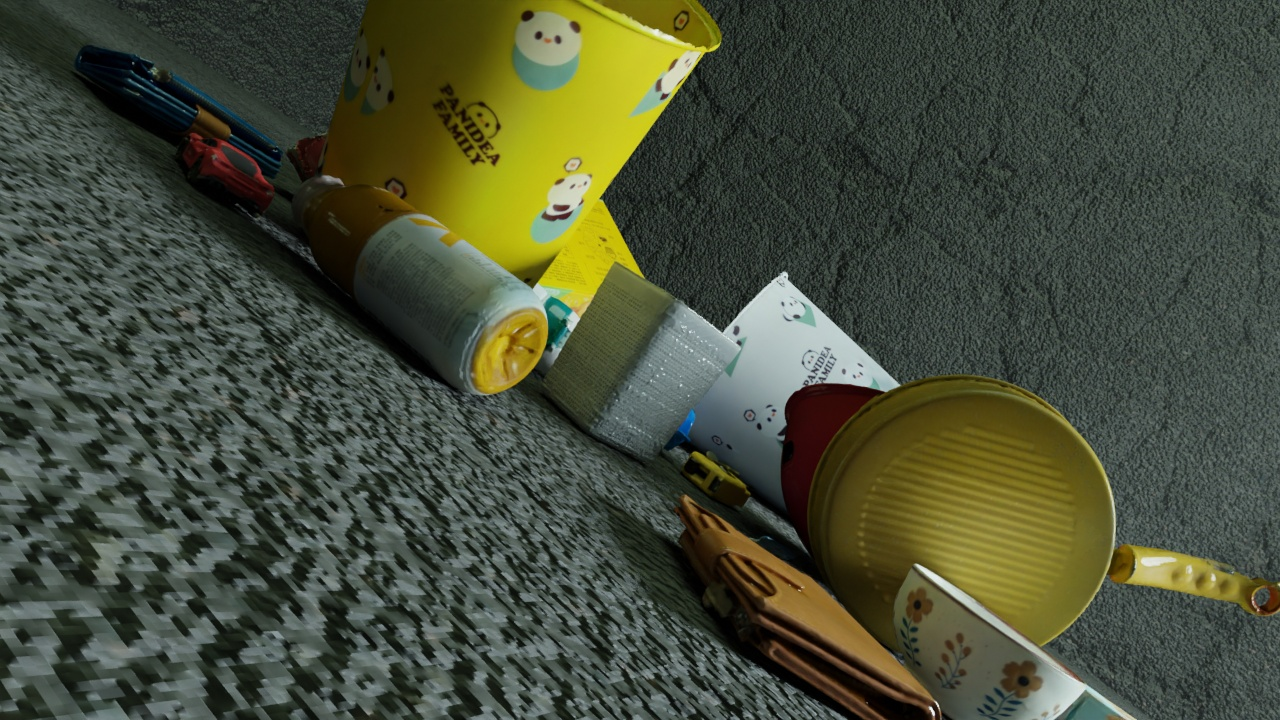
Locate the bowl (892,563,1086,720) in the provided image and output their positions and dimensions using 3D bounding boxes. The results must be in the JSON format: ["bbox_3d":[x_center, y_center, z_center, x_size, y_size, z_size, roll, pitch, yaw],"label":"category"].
[{"bbox_3d":[0.196,0.179,0.546,0.113,0.062,0.113,34,1,-1],"label":"bowl"}]

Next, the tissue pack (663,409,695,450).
[{"bbox_3d":[-0.015,0.028,0.860,0.095,0.052,0.157,36,1,-28],"label":"tissue pack"}]

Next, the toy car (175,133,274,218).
[{"bbox_3d":[-0.274,-0.127,0.604,0.049,0.031,0.106,34,0,-40],"label":"toy car"}]

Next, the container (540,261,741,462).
[{"bbox_3d":[-0.004,0.004,0.687,0.090,0.114,0.090,33,3,-43],"label":"container"}]

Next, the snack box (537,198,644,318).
[{"bbox_3d":[-0.094,-0.105,0.942,0.209,0.070,0.157,5,51,-52],"label":"snack box"}]

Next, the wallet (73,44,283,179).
[{"bbox_3d":[-0.353,-0.190,0.709,0.106,0.040,0.133,25,-4,37],"label":"wallet"}]

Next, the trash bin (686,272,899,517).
[{"bbox_3d":[0.187,0.066,1.036,0.252,0.229,0.229,40,3,10],"label":"trash bin"}]

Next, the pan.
[{"bbox_3d":[0.291,0.129,0.634,0.357,0.198,0.078,16,10,1],"label":"pan"}]

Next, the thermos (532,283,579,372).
[{"bbox_3d":[-0.152,-0.071,0.785,0.224,0.073,0.073,35,2,-2],"label":"thermos"}]

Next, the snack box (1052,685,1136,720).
[{"bbox_3d":[0.389,0.312,0.686,0.175,0.051,0.074,35,1,14],"label":"snack box"}]

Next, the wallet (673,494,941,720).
[{"bbox_3d":[0.070,0.117,0.435,0.108,0.031,0.132,36,0,-15],"label":"wallet"}]

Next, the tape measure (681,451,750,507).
[{"bbox_3d":[0.065,0.100,0.790,0.057,0.029,0.060,35,2,41],"label":"tape measure"}]

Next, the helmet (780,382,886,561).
[{"bbox_3d":[0.209,0.126,0.737,0.240,0.143,0.207,29,-23,-28],"label":"helmet"}]

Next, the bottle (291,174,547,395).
[{"bbox_3d":[-0.135,-0.052,0.531,0.189,0.068,0.068,35,2,28],"label":"bottle"}]

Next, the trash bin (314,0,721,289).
[{"bbox_3d":[-0.107,-0.183,0.658,0.229,0.256,0.229,26,31,-17],"label":"trash bin"}]

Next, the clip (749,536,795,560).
[{"bbox_3d":[0.078,0.123,0.581,0.027,0.045,0.058,32,-7,2],"label":"clip"}]

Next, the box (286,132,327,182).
[{"bbox_3d":[-0.233,-0.201,0.842,0.091,0.168,0.080,-138,-156,-76],"label":"box"}]
